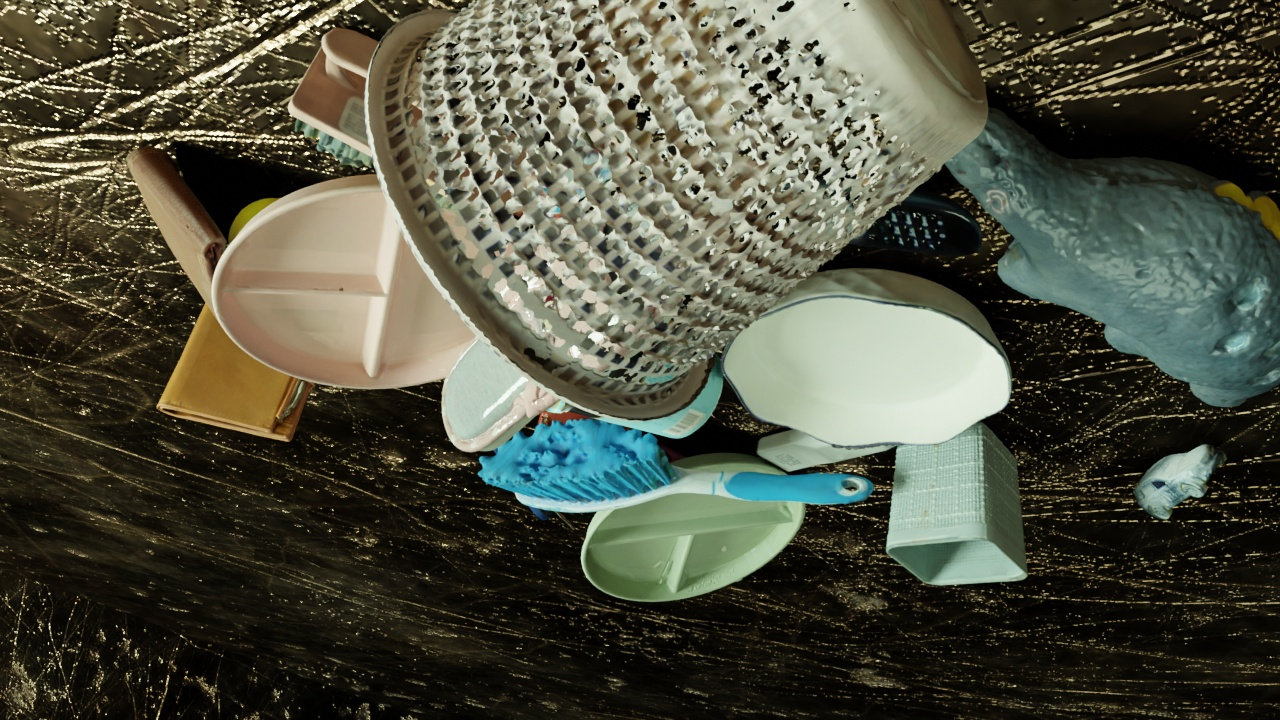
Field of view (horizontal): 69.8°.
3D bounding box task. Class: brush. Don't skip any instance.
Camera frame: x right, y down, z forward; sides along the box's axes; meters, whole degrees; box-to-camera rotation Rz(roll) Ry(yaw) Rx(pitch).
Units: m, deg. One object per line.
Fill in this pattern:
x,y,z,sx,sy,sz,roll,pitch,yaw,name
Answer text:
-0.123,-0.132,0.534,0.145,0.063,0.073,28,150,-20,brush
0.028,0.094,0.765,0.315,0.060,0.109,-6,145,18,brush

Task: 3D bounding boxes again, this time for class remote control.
0.135,-0.089,0.545,0.137,0.024,0.053,14,159,31,remote control
0.166,0.074,0.818,0.049,0.024,0.125,31,145,-33,remote control

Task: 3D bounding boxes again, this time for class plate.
-0.182,-0.052,0.659,0.229,0.028,0.230,-10,148,-7,plate
0.052,0.168,0.914,0.230,0.027,0.231,-11,137,-10,plate
0.164,0.001,0.678,0.205,0.045,0.205,9,150,5,plate

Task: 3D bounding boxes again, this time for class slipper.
-0.069,-0.021,0.627,0.054,0.114,0.275,7,147,-43,slipper

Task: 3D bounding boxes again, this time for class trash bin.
0.029,-0.112,0.402,0.193,0.227,0.227,-31,130,33,trash bin

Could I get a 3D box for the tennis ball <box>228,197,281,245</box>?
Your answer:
-0.263,-0.085,0.665,0.065,0.065,0.066,9,149,5,tennis ball

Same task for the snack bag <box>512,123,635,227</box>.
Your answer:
-0.044,-0.115,0.579,0.048,0.026,0.104,26,148,-36,snack bag

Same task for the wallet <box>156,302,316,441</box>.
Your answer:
-0.316,-0.006,0.752,0.108,0.131,0.031,14,153,-4,wallet

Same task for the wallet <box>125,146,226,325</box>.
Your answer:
-0.322,-0.084,0.668,0.101,0.032,0.125,51,154,16,wallet

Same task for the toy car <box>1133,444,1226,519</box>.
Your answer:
0.436,0.096,0.745,0.034,0.042,0.091,41,160,18,toy car

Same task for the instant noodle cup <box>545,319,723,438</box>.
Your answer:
-0.004,0.004,0.697,0.120,0.111,0.111,24,148,-36,instant noodle cup

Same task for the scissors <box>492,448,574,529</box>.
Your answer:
-0.115,0.125,0.946,0.162,0.012,0.176,51,178,-10,scissors

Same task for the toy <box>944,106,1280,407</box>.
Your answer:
0.297,-0.048,0.522,0.356,0.091,0.138,29,173,-25,toy

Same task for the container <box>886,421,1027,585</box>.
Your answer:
0.267,0.119,0.771,0.090,0.111,0.090,-15,140,39,container

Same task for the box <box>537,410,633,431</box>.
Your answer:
-0.052,0.089,0.869,0.091,0.076,0.169,9,149,4,box

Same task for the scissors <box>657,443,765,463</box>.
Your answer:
0.060,0.100,0.912,0.138,0.017,0.093,-12,135,28,scissors
